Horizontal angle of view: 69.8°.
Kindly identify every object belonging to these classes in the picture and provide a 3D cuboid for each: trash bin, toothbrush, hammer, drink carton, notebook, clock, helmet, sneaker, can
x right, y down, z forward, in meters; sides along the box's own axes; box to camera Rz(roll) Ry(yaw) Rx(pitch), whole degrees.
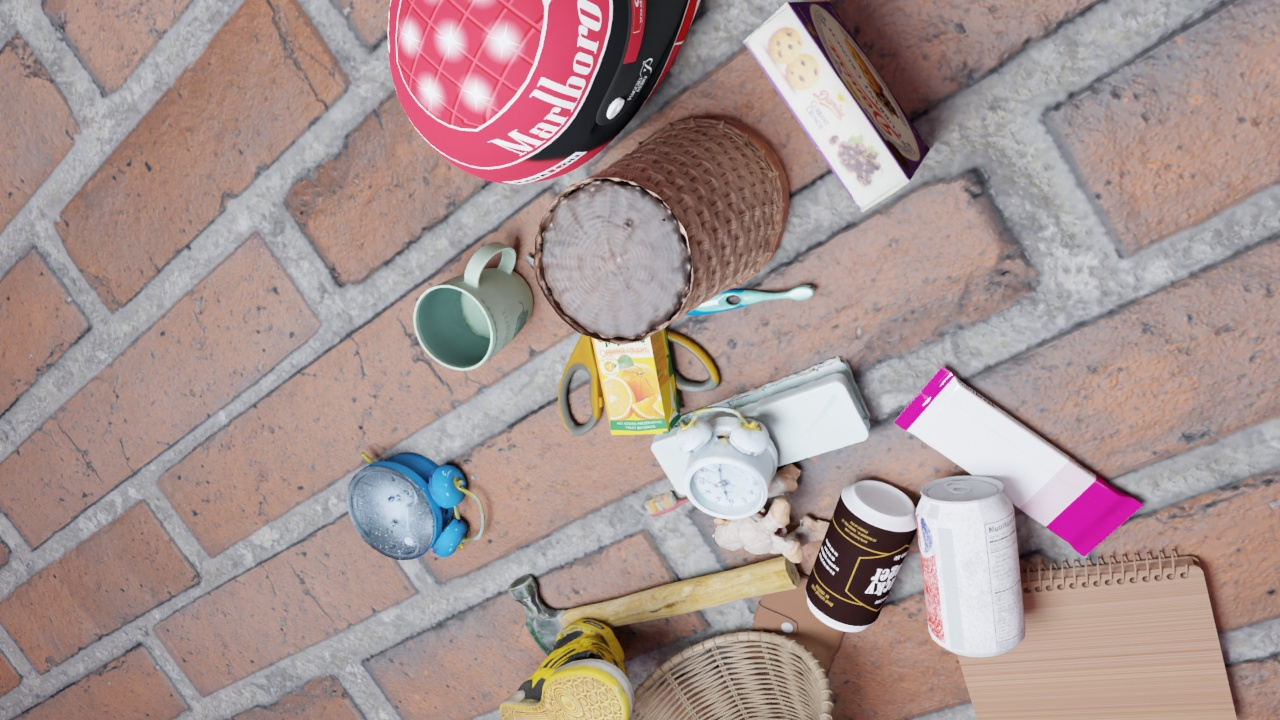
[{"bbox_3d":[0.023,-0.105,0.721,0.151,0.209,0.151,8,113,19],"label":"trash bin"},{"bbox_3d":[0.082,0.117,0.894,0.185,0.015,0.016,-25,109,27],"label":"toothbrush"},{"bbox_3d":[0.014,0.257,0.962,0.331,0.033,0.132,-22,99,30],"label":"hammer"},{"bbox_3d":[-0.005,0.005,0.852,0.058,0.041,0.122,-3,108,23],"label":"drink carton"},{"bbox_3d":[0.390,0.252,0.813,0.211,0.022,0.169,-14,105,26],"label":"notebook"},{"bbox_3d":[-0.249,0.164,1.027,0.161,0.060,0.117,12,113,16],"label":"clock"},{"bbox_3d":[-0.076,-0.260,0.695,0.197,0.224,0.272,41,121,3],"label":"helmet"},{"bbox_3d":[0.091,-0.055,0.824,0.135,0.017,0.022,-5,108,27],"label":"toothbrush"},{"bbox_3d":[-0.047,0.313,0.909,0.086,0.121,0.239,49,140,0],"label":"sneaker"},{"bbox_3d":[0.200,0.177,0.835,0.072,0.071,0.129,21,117,14],"label":"can"},{"bbox_3d":[0.075,0.085,0.805,0.083,0.056,0.118,-2,125,19],"label":"clock"},{"bbox_3d":[0.278,0.173,0.775,0.078,0.078,0.136,-5,100,24],"label":"can"}]

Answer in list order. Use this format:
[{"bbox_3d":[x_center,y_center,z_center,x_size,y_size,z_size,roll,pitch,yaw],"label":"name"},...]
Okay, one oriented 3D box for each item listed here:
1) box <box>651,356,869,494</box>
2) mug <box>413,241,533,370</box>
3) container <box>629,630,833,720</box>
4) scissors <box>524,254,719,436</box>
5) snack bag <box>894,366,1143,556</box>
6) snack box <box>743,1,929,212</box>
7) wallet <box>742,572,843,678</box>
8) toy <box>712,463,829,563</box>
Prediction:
[{"bbox_3d":[0.109,0.067,0.843,0.199,0.070,0.085,-23,81,27],"label":"box"},{"bbox_3d":[-0.148,-0.059,0.870,0.084,0.103,0.111,24,118,13],"label":"mug"},{"bbox_3d":[0.108,0.413,0.882,0.227,0.226,0.196,-16,114,27],"label":"container"},{"bbox_3d":[-0.022,-0.020,0.883,0.226,0.016,0.225,11,114,18],"label":"scissors"},{"bbox_3d":[0.318,0.086,0.782,0.196,0.016,0.070,35,120,6],"label":"snack bag"},{"bbox_3d":[0.148,-0.190,0.670,0.041,0.147,0.143,-33,95,30],"label":"snack box"},{"bbox_3d":[0.157,0.268,0.922,0.087,0.013,0.121,20,116,14],"label":"wallet"},{"bbox_3d":[0.117,0.158,0.874,0.106,0.074,0.085,-22,116,34],"label":"toy"}]
